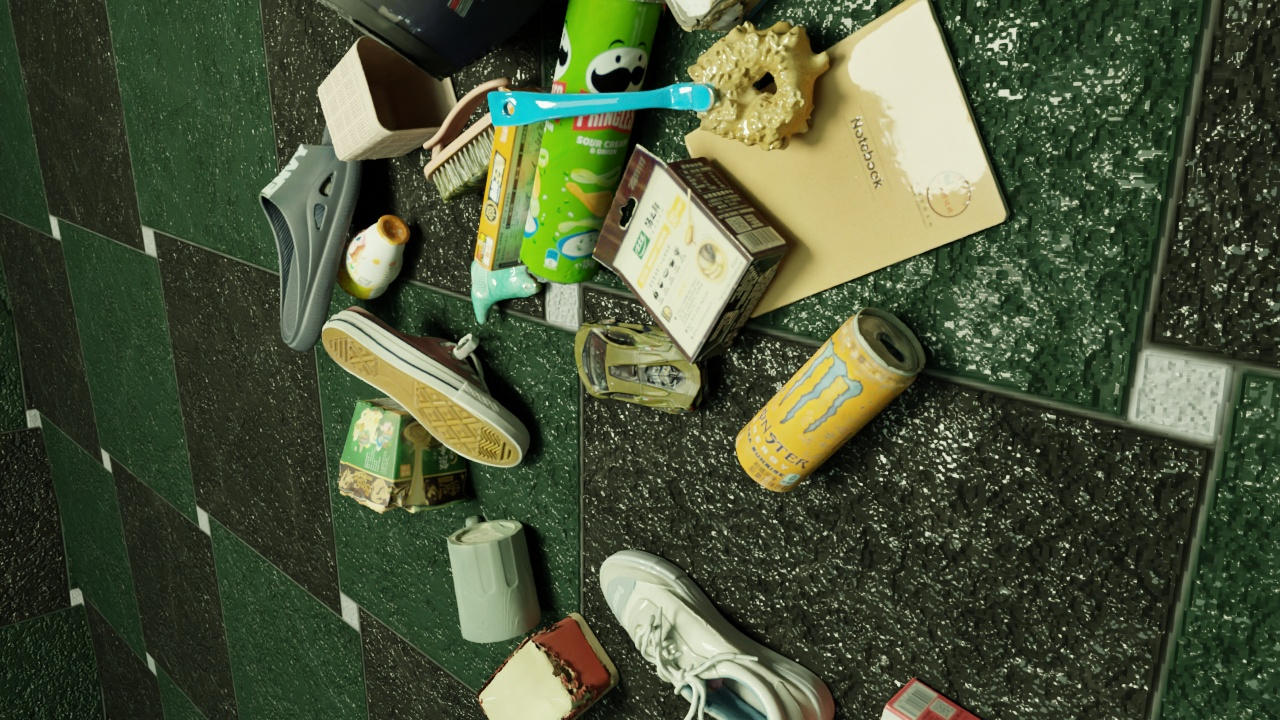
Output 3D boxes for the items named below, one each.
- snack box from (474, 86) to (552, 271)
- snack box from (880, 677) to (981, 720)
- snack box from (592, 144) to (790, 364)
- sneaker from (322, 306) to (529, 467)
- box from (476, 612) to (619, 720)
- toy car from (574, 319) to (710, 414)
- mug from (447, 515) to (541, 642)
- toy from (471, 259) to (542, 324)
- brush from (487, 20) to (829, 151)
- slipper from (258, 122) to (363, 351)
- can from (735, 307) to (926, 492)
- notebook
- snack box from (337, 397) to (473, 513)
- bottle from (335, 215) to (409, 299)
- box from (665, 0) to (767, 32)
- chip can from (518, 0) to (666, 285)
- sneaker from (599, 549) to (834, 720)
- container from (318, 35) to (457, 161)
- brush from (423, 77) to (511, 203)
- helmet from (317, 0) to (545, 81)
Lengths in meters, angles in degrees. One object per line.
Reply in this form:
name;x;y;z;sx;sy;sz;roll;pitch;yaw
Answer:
snack box;-0.093;-0.151;0.772;0.026;0.075;0.154;36;126;32
snack box;0.223;0.307;0.639;0.127;0.044;0.113;26;120;36
snack box;0.033;-0.080;0.679;0.125;0.053;0.113;53;139;24
sneaker;-0.203;0.013;0.929;0.241;0.087;0.119;33;140;6
box;-0.104;0.342;0.942;0.091;0.080;0.169;54;133;19
toy car;-0.005;0.004;0.765;0.158;0.042;0.070;7;108;45
mug;-0.159;0.225;0.968;0.124;0.083;0.103;-167;66;-68
toy;-0.127;-0.084;0.863;0.092;0.030;0.096;-1;95;39
brush;0.003;-0.182;0.633;0.255;0.045;0.083;2;113;23
slipper;-0.359;-0.146;0.971;0.111;0.083;0.268;10;89;55
can;0.127;0.030;0.631;0.058;0.058;0.146;53;133;18
notebook;0.126;-0.126;0.617;0.208;0.008;0.148;-21;89;46
snack box;-0.253;0.097;0.997;0.118;0.117;0.105;14;100;38
bottle;-0.284;-0.112;0.980;0.109;0.063;0.063;-36;78;44
box;0.031;-0.316;0.614;0.090;0.059;0.184;-33;78;44
chip can;-0.042;-0.176;0.719;0.072;0.072;0.237;36;127;30
sneaker;0.038;0.249;0.767;0.242;0.090;0.090;29;121;35
container;-0.246;-0.246;0.883;0.111;0.090;0.090;-13;94;49
brush;-0.148;-0.194;0.822;0.146;0.063;0.073;-18;94;48
helmet;-0.181;-0.366;0.676;0.315;0.247;0.240;37;98;37
